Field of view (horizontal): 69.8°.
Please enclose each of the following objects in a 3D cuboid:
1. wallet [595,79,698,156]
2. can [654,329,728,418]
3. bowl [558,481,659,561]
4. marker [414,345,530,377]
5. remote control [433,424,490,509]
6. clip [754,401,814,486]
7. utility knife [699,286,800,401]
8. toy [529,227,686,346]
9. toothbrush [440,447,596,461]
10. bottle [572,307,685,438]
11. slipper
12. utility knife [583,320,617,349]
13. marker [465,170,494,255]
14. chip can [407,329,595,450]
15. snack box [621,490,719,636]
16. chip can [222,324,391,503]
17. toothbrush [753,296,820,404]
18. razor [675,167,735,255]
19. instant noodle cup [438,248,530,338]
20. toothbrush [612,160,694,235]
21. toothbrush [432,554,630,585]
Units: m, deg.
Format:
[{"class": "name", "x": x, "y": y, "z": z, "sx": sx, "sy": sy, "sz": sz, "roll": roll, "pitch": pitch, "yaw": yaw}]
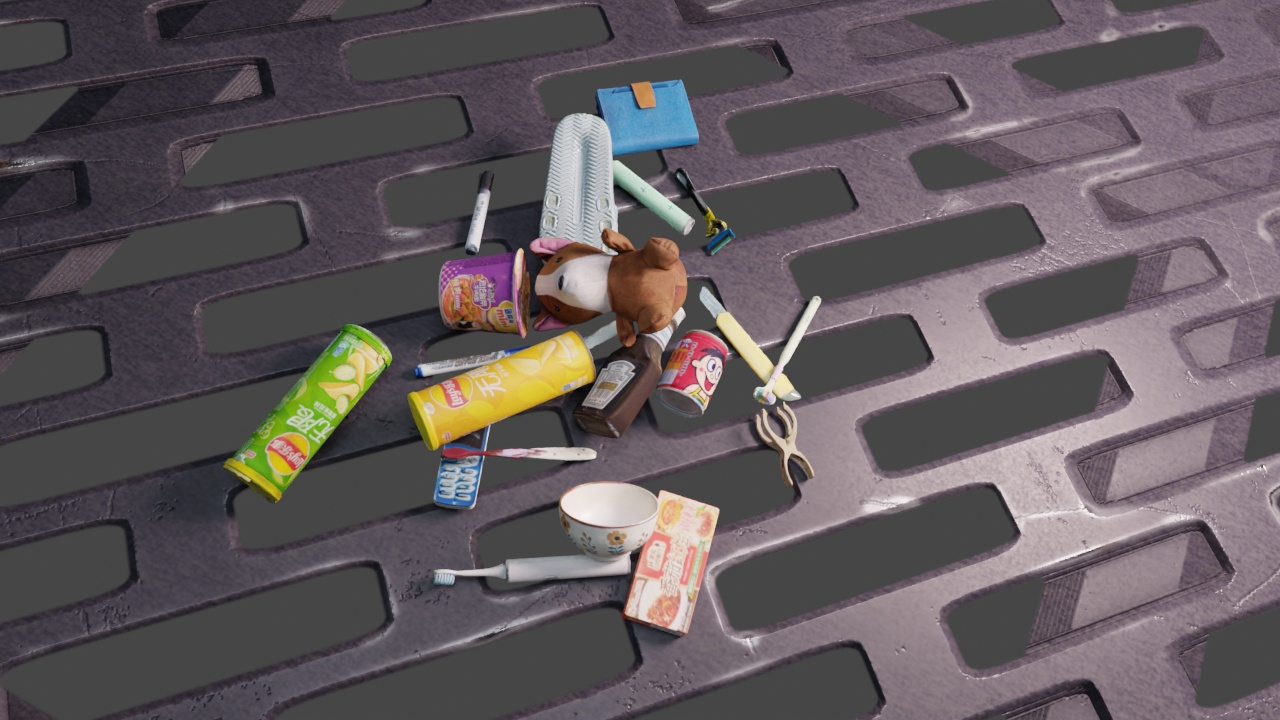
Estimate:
[{"class": "wallet", "x": 0.009, "y": -0.349, "z": 1.317, "sx": 0.133, "sy": 0.040, "sz": 0.106, "roll": -10, "pitch": 72, "yaw": -13}, {"class": "can", "x": 0.065, "y": 0.016, "z": 1.140, "sx": 0.066, "sy": 0.067, "sz": 0.093, "roll": 25, "pitch": 65, "yaw": 4}, {"class": "bowl", "x": -0.036, "y": 0.187, "z": 1.041, "sx": 0.113, "sy": 0.113, "sz": 0.062, "roll": 0, "pitch": 109, "yaw": -8}, {"class": "marker", "x": -0.206, "y": 0.001, "z": 1.139, "sx": 0.145, "sy": 0.017, "sz": 0.017, "roll": -10, "pitch": 67, "yaw": -12}, {"class": "remote control", "x": -0.209, "y": 0.115, "z": 1.082, "sx": 0.049, "sy": 0.024, "sz": 0.124, "roll": 9, "pitch": 61, "yaw": -4}, {"class": "clip", "x": 0.189, "y": 0.098, "z": 1.138, "sx": 0.080, "sy": 0.035, "sz": 0.104, "roll": -32, "pitch": 78, "yaw": -19}, {"class": "utility knife", "x": 0.138, "y": -0.021, "z": 1.193, "sx": 0.030, "sy": 0.020, "sz": 0.195, "roll": -32, "pitch": 80, "yaw": -25}, {"class": "toy", "x": -0.047, "y": -0.090, "z": 1.111, "sx": 0.200, "sy": 0.130, "sz": 0.140, "roll": 7, "pitch": 94, "yaw": 25}, {"class": "toothbrush", "x": -0.142, "y": 0.112, "z": 1.082, "sx": 0.187, "sy": 0.017, "sz": 0.016, "roll": 2, "pitch": 59, "yaw": -21}, {"class": "bottle", "x": -0.007, "y": 0.007, "z": 1.134, "sx": 0.080, "sy": 0.044, "sz": 0.194, "roll": 8, "pitch": 55, "yaw": 43}, {"class": "slipper", "x": -0.079, "y": -0.204, "z": 1.216, "sx": 0.104, "sy": 0.074, "sz": 0.245, "roll": 0, "pitch": 83, "yaw": 1}, {"class": "utility knife", "x": -0.104, "y": -0.001, "z": 1.153, "sx": 0.206, "sy": 0.018, "sz": 0.034, "roll": -29, "pitch": 85, "yaw": -19}, {"class": "marker", "x": -0.217, "y": -0.198, "z": 1.229, "sx": 0.023, "sy": 0.018, "sz": 0.130, "roll": 1, "pitch": 64, "yaw": 15}, {"class": "chip can", "x": -0.162, "y": 0.033, "z": 1.081, "sx": 0.213, "sy": 0.072, "sz": 0.072, "roll": -23, "pitch": 70, "yaw": -20}, {"class": "snack box", "x": 0.036, "y": 0.233, "z": 1.060, "sx": 0.075, "sy": 0.025, "sz": 0.152, "roll": 18, "pitch": 65, "yaw": 1}, {"class": "chip can", "x": -0.378, "y": 0.056, "z": 1.061, "sx": 0.072, "sy": 0.073, "sz": 0.220, "roll": 31, "pitch": 66, "yaw": 7}, {"class": "toothbrush", "x": 0.195, "y": -0.017, "z": 1.189, "sx": 0.029, "sy": 0.020, "sz": 0.189, "roll": 30, "pitch": 58, "yaw": 6}, {"class": "razor", "x": 0.085, "y": -0.211, "z": 1.273, "sx": 0.043, "sy": 0.022, "sz": 0.142, "roll": -39, "pitch": 65, "yaw": 24}, {"class": "instant noodle cup", "x": -0.192, "y": -0.081, "z": 1.134, "sx": 0.099, "sy": 0.112, "sz": 0.111, "roll": -2, "pitch": 66, "yaw": 1}, {"class": "toothbrush", "x": -0.017, "y": -0.249, "z": 1.272, "sx": 0.224, "sy": 0.026, "sz": 0.027, "roll": 40, "pitch": 89, "yaw": 11}, {"class": "toothbrush", "x": -0.122, "y": 0.236, "z": 1.037, "sx": 0.221, "sy": 0.027, "sz": 0.026, "roll": -2, "pitch": 56, "yaw": -8}]
